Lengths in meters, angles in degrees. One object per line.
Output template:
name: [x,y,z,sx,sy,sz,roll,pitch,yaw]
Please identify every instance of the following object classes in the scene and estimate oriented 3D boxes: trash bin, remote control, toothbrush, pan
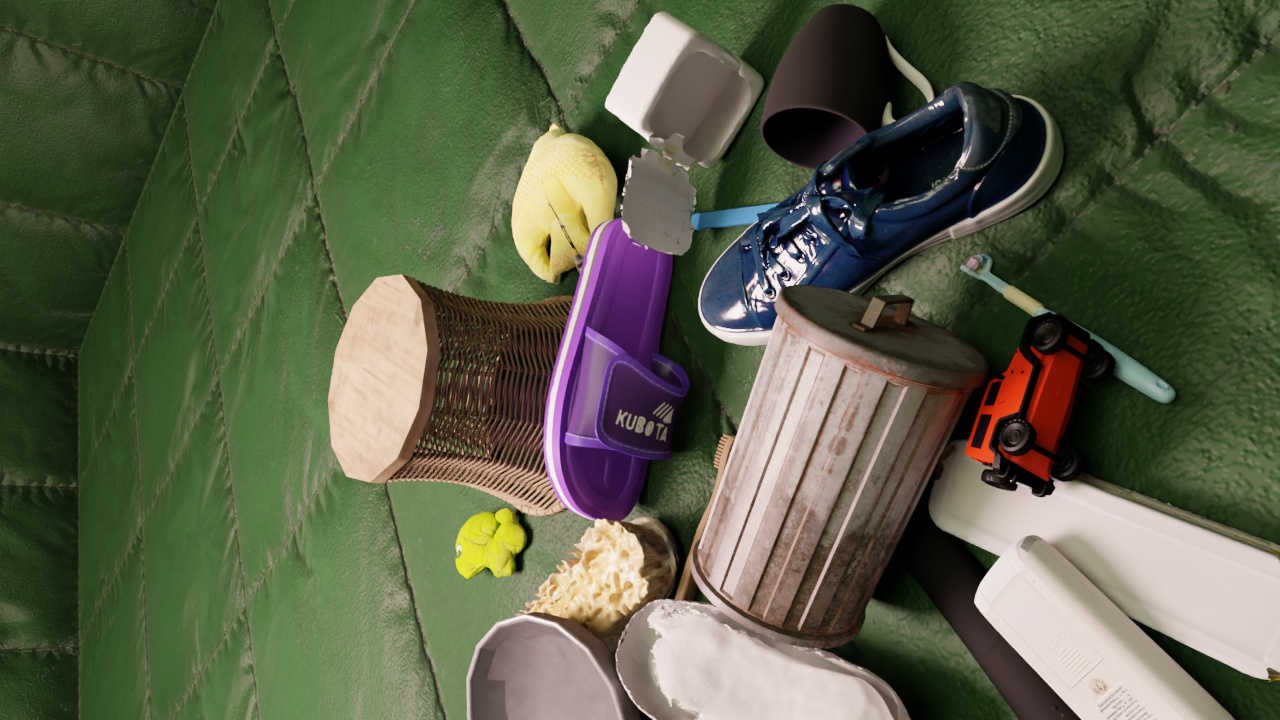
trash bin: [0.121,0.057,0.580,0.131,0.130,0.211,40,120,46]
remote control: [0.242,0.160,0.489,0.138,0.025,0.060,49,139,32]
toothbrush: [0.063,-0.121,0.798,0.167,0.014,0.016,1,81,45]
pan: [-0.054,0.381,0.752,0.179,0.041,0.357,-12,86,37]
toothbrush: [0.253,-0.022,0.552,0.155,0.022,0.016,50,159,43]
remote control: [0.210,0.163,0.554,0.041,0.020,0.151,-54,46,24]
toothbrush: [0.051,0.139,0.745,0.016,0.016,0.167,21,96,49]

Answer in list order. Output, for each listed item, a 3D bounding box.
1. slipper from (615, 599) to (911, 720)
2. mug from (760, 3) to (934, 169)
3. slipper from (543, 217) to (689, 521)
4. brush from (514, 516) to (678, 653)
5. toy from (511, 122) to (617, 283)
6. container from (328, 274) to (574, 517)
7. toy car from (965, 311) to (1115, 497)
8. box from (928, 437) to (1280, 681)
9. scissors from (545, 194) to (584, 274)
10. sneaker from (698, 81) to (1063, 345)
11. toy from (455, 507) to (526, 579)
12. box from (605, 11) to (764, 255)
slipper: [0.080,0.227,0.642,0.247,0.075,0.112,5,44,44]
mug: [0.156,-0.201,0.668,0.119,0.085,0.100,11,73,20]
slipper: [-0.005,0.005,0.779,0.084,0.107,0.266,-1,76,47]
brush: [-0.060,0.235,0.816,0.272,0.056,0.083,-50,56,30]
toy: [-0.083,-0.164,0.938,0.171,0.064,0.154,-25,75,50]
container: [-0.164,0.030,0.877,0.227,0.196,0.226,-15,70,46]
toy car: [0.221,0.025,0.515,0.049,0.051,0.100,4,71,64]
box: [0.256,0.100,0.509,0.210,0.033,0.064,24,101,50]
scissors: [-0.059,-0.096,0.838,0.012,0.170,0.131,-31,24,-1]
sneaker: [0.126,-0.095,0.634,0.296,0.127,0.120,-31,57,43]
toy: [-0.159,0.192,0.959,0.093,0.036,0.094,32,99,44]
box: [0.024,-0.189,0.778,0.083,0.110,0.190,26,98,48]
